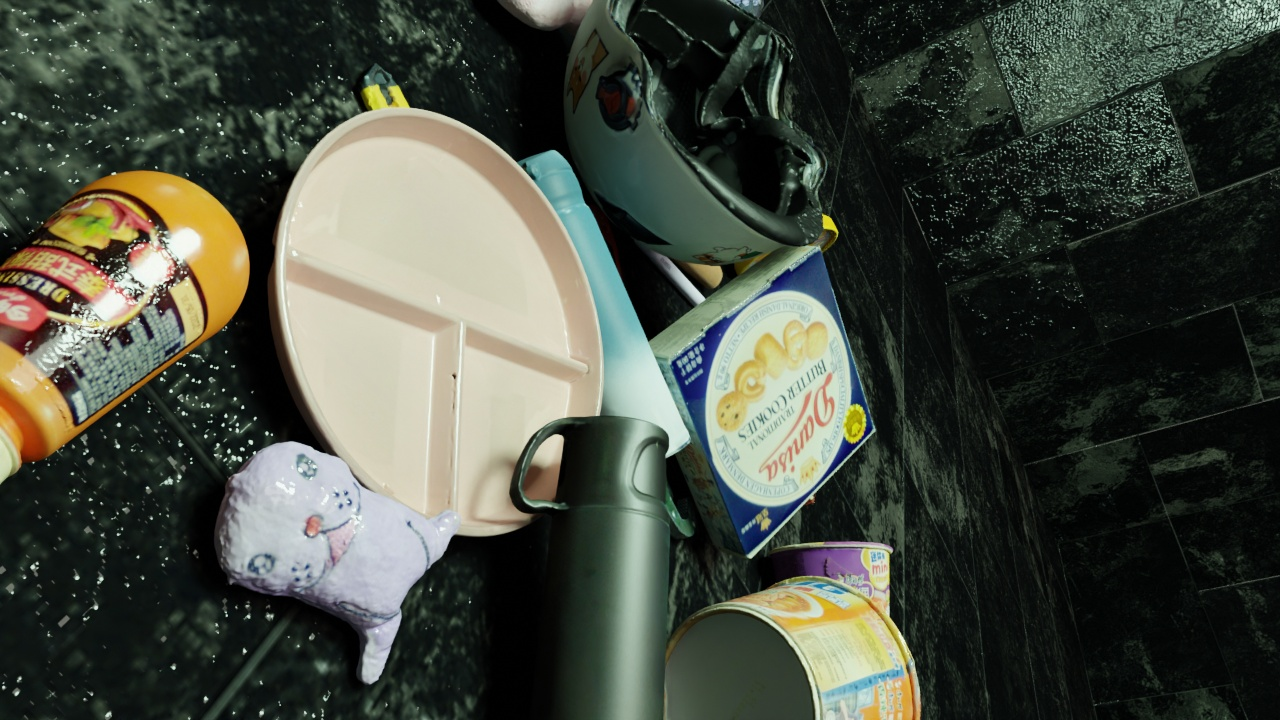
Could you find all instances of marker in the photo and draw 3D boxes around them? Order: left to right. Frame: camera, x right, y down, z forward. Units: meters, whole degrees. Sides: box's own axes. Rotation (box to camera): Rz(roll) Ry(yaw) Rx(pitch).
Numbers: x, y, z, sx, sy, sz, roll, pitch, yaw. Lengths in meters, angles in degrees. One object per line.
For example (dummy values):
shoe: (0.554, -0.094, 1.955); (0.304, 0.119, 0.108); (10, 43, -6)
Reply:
marker: (-0.052, -0.277, 0.826); (0.015, 0.018, 0.123); (55, 29, -17)

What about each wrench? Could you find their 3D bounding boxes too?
wrench: (-0.004, 0.004, 0.711); (0.056, 0.016, 0.273); (10, 63, -65)

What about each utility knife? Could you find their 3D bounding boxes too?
utility knife: (-0.123, -0.093, 0.550); (0.181, 0.015, 0.033); (66, 28, -7)

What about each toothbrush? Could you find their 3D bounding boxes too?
toothbrush: (0.049, -0.062, 0.866); (0.189, 0.029, 0.021); (42, -4, -42)

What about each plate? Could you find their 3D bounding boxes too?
plate: (-0.099, -0.020, 0.491); (0.229, 0.028, 0.229); (25, 58, -49)

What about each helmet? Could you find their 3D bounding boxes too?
helmet: (0.027, -0.185, 0.747); (0.229, 0.157, 0.273); (10, 62, -45)

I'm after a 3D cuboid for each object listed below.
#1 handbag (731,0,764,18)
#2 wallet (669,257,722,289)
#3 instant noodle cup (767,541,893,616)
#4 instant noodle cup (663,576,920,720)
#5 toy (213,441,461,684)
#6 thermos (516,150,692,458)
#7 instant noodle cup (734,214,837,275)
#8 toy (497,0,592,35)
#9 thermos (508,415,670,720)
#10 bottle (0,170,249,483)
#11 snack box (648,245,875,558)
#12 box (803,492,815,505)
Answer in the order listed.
handbag: (0.037, -0.376, 0.913); (0.134, 0.075, 0.194); (61, -10, -20)
wallet: (0.036, -0.140, 0.886); (0.131, 0.031, 0.107); (33, 44, -53)
instant noodle cup: (0.170, 0.215, 0.803); (0.111, 0.112, 0.099); (29, 53, -54)
instant noodle cup: (0.088, 0.218, 0.595); (0.111, 0.152, 0.151); (15, 58, -50)
toy: (-0.129, 0.078, 0.382); (0.108, 0.039, 0.083); (47, 55, -41)
thermos: (-0.036, -0.033, 0.620); (0.220, 0.070, 0.070); (67, 25, -4)
instant noodle cup: (0.142, -0.164, 1.023); (0.118, 0.119, 0.114); (6, 58, -62)
toy: (-0.084, -0.315, 0.745); (0.159, 0.054, 0.121); (8, 60, -57)
thermos: (-0.031, 0.148, 0.460); (0.090, 0.069, 0.242); (13, 63, -22)
bottle: (-0.192, -0.004, 0.299); (0.067, 0.067, 0.149); (55, 35, -27)
snack box: (0.099, 0.028, 0.723); (0.177, 0.046, 0.182); (-37, 116, -31)
box: (0.103, 0.055, 0.816); (0.168, 0.076, 0.091); (52, 32, -33)
